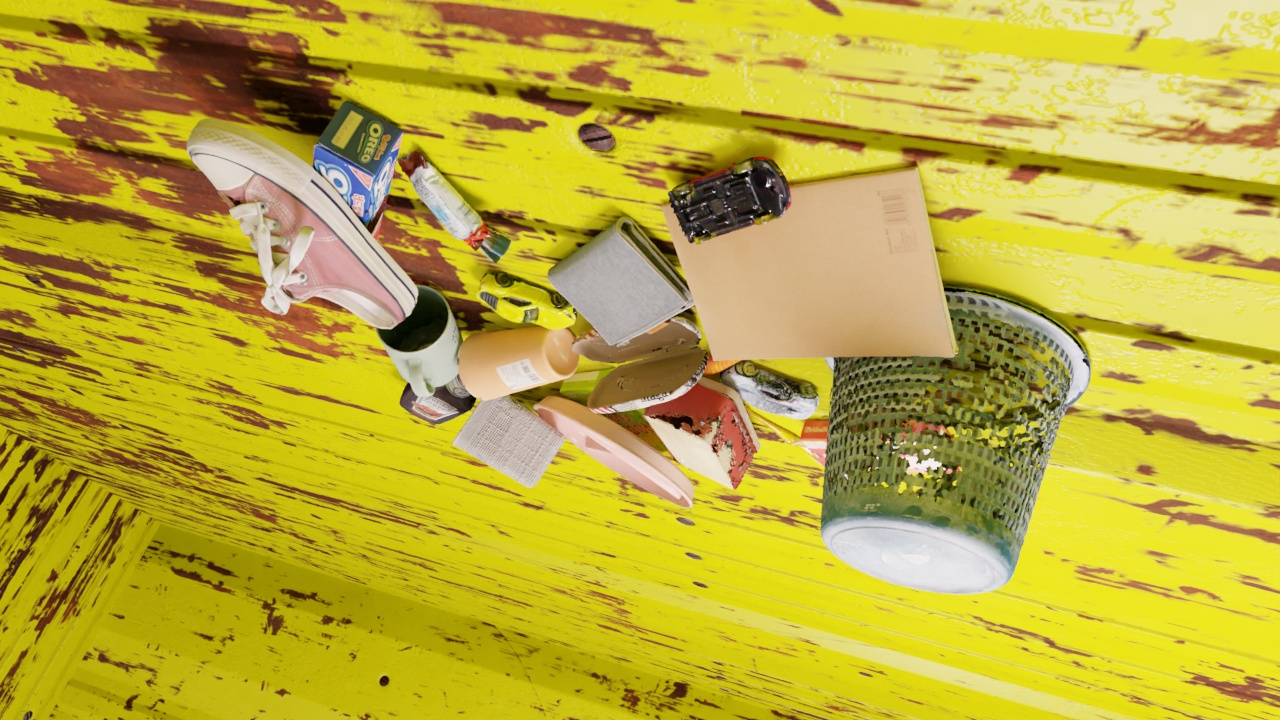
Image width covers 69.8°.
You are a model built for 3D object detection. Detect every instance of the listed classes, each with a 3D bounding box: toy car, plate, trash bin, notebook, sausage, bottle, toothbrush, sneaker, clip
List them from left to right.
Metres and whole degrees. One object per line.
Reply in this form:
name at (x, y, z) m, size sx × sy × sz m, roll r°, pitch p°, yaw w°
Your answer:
sneaker at (-0.296, -0.097, 0.789) m, size 0.118 × 0.087 × 0.241 m, roll 0°, pitch 142°, yaw 41°
bottle at (-0.247, 0.037, 1.186) m, size 0.080 × 0.044 × 0.195 m, roll 31°, pitch 150°, yaw -23°
clip at (-0.151, -0.116, 0.858) m, size 0.058 × 0.025 × 0.036 m, roll 33°, pitch 144°, yaw -15°
toy car at (-0.117, -0.056, 0.938) m, size 0.105 × 0.032 × 0.048 m, roll 19°, pitch 153°, yaw -2°
plate at (-0.029, 0.109, 1.125) m, size 0.229 × 0.028 × 0.230 m, roll 32°, pitch 167°, yaw 8°
toy car at (0.068, -0.120, 0.685) m, size 0.107 × 0.031 × 0.049 m, roll -10°, pitch 111°, yaw 48°
sausage at (0.096, -0.012, 0.887) m, size 0.021 × 0.021 × 0.166 m, roll 28°, pitch 152°, yaw -17°
toy car at (0.130, 0.033, 0.939) m, size 0.105 × 0.031 × 0.049 m, roll 21°, pitch 153°, yaw 0°
toothbrush at (0.172, 0.094, 1.037) m, size 0.191 × 0.018 × 0.016 m, roll 32°, pitch 153°, yaw -18°
notebook at (0.127, -0.066, 0.714) m, size 0.212 × 0.012 × 0.149 m, roll -1°, pitch 121°, yaw 36°
trash bin at (0.244, 0.079, 0.769) m, size 0.226 × 0.194 × 0.227 m, roll 16°, pitch 154°, yaw 8°

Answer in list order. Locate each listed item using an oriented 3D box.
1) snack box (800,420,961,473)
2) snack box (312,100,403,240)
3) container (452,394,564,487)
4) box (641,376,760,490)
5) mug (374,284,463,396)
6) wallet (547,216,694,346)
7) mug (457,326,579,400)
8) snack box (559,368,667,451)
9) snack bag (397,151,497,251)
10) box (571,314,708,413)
snack box at (0.253, 0.091, 0.971) m, size 0.153 × 0.025 × 0.075 m, roll -4°, pitch 146°, yaw 39°
snack box at (-0.265, -0.148, 0.835) m, size 0.057 × 0.058 × 0.208 m, roll 28°, pitch 152°, yaw -10°
container at (-0.163, 0.098, 1.153) m, size 0.114 × 0.090 × 0.090 m, roll 34°, pitch 170°, yaw -4°
box at (0.067, 0.083, 0.989) m, size 0.091 × 0.078 × 0.168 m, roll 22°, pitch 163°, yaw 26°
mug at (-0.241, -0.010, 1.019) m, size 0.082 × 0.111 × 0.106 m, roll -5°, pitch 154°, yaw -2°
wallet at (-0.015, -0.068, 0.835) m, size 0.106 × 0.036 × 0.130 m, roll 46°, pitch 145°, yaw -14°
mug at (-0.131, -0.001, 1.007) m, size 0.123 × 0.078 × 0.078 m, roll -10°, pitch 141°, yaw 37°
snack box at (-0.014, 0.063, 1.098) m, size 0.086 × 0.026 × 0.156 m, roll -7°, pitch 143°, yaw 43°
snack bag at (-0.173, -0.140, 0.814) m, size 0.105 × 0.026 × 0.045 m, roll 49°, pitch 152°, yaw -22°
box at (-0.005, 0.007, 0.921) m, size 0.075 × 0.087 × 0.163 m, roll 23°, pitch 153°, yaw -39°
